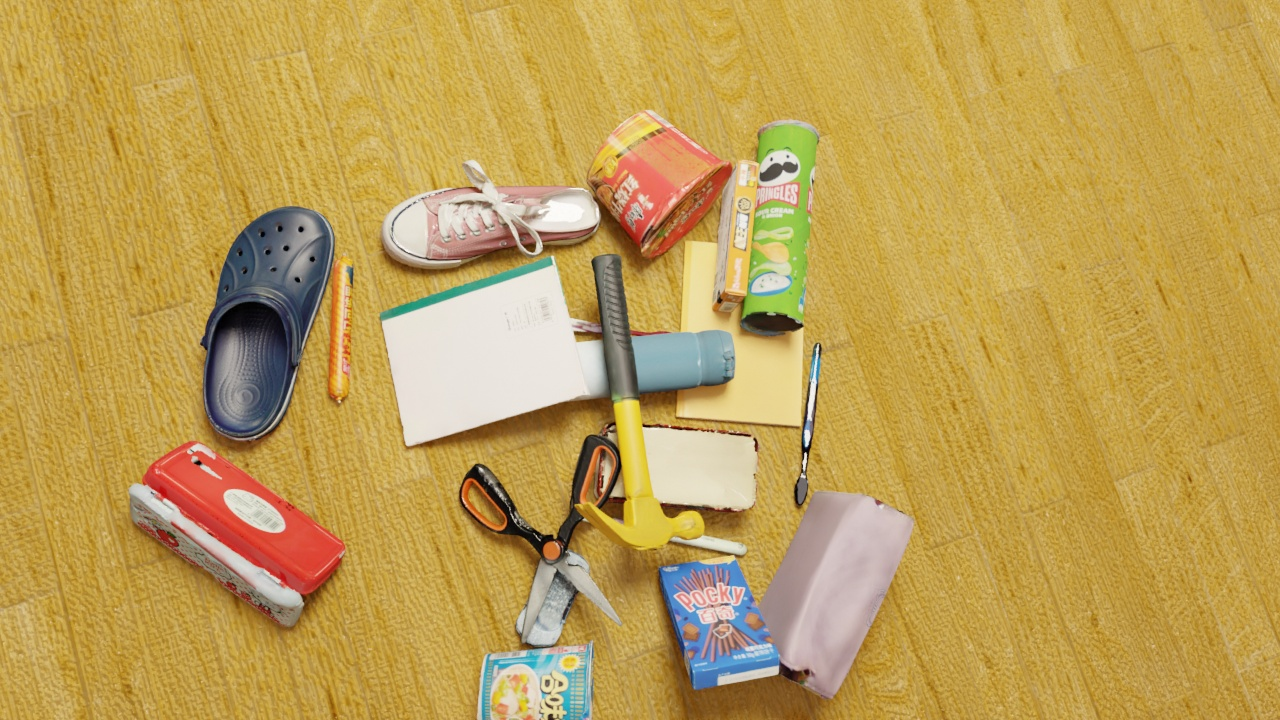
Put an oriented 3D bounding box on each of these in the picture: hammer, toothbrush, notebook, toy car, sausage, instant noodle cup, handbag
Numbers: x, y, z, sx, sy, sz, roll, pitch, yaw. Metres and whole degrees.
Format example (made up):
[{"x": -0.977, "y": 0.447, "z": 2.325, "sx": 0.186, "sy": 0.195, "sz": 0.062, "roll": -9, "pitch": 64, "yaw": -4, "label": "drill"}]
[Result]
[{"x": -0.015, "y": 0.040, "z": 0.917, "sx": 0.128, "sy": 0.033, "sz": 0.300, "roll": -1, "pitch": 77, "yaw": -32, "label": "hammer"}, {"x": 0.190, "y": 0.070, "z": 1.039, "sx": 0.014, "sy": 0.016, "sz": 0.189, "roll": 8, "pitch": 76, "yaw": 2, "label": "toothbrush"}, {"x": -0.167, "y": -0.008, "z": 0.956, "sx": 0.209, "sy": 0.012, "sz": 0.150, "roll": -16, "pitch": 83, "yaw": 15, "label": "notebook"}, {"x": -0.092, "y": 0.249, "z": 0.957, "sx": 0.049, "sy": 0.031, "sz": 0.105, "roll": 26, "pitch": 79, "yaw": -1, "label": "toy car"}, {"x": -0.319, "y": -0.036, "z": 0.978, "sx": 0.021, "sy": 0.021, "sz": 0.165, "roll": 0, "pitch": 81, "yaw": -8, "label": "sausage"}, {"x": 0.016, "y": -0.198, "z": 1.003, "sx": 0.137, "sy": 0.138, "sz": 0.108, "roll": -43, "pitch": 80, "yaw": -13, "label": "instant noodle cup"}, {"x": -0.103, "y": 0.329, "z": 0.914, "sx": 0.110, "sy": 0.099, "sz": 0.099, "roll": 2, "pitch": 80, "yaw": 0, "label": "instant noodle cup"}, {"x": 0.116, "y": -0.032, "z": 1.045, "sx": 0.146, "sy": 0.010, "sz": 0.206, "roll": 4, "pitch": 80, "yaw": -7, "label": "notebook"}, {"x": 0.025, "y": 0.185, "z": 0.991, "sx": 0.189, "sy": 0.029, "sz": 0.020, "roll": 15, "pitch": 120, "yaw": -7, "label": "toothbrush"}, {"x": 0.195, "y": 0.238, "z": 0.942, "sx": 0.098, "sy": 0.145, "sz": 0.196, "roll": 29, "pitch": 78, "yaw": 0, "label": "handbag"}, {"x": -0.049, "y": -0.036, "z": 1.021, "sx": 0.187, "sy": 0.017, "sz": 0.016, "roll": 7, "pitch": 82, "yaw": -5, "label": "toothbrush"}]

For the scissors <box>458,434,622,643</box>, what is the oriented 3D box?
[{"x": -0.089, "y": 0.173, "z": 0.940, "sx": 0.233, "sy": 0.021, "sz": 0.221, "roll": 38, "pitch": 96, "yaw": 17, "label": "scissors"}]

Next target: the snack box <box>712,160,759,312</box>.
[{"x": 0.105, "y": -0.137, "z": 1.018, "sx": 0.026, "sy": 0.075, "sz": 0.153, "roll": 8, "pitch": 78, "yaw": -6, "label": "snack box"}]

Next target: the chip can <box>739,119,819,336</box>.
[{"x": 0.157, "y": -0.148, "z": 1.031, "sx": 0.072, "sy": 0.072, "sz": 0.235, "roll": 9, "pitch": 75, "yaw": -7, "label": "chip can"}]

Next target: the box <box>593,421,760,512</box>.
[{"x": 0.039, "y": 0.116, "z": 0.975, "sx": 0.168, "sy": 0.078, "sz": 0.091, "roll": 6, "pitch": 80, "yaw": -7, "label": "box"}]

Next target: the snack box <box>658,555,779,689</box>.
[{"x": 0.075, "y": 0.258, "z": 0.923, "sx": 0.084, "sy": 0.157, "sz": 0.026, "roll": -7, "pitch": 117, "yaw": -9, "label": "snack box"}]

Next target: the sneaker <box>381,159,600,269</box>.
[{"x": -0.159, "y": -0.156, "z": 0.987, "sx": 0.241, "sy": 0.088, "sz": 0.118, "roll": -7, "pitch": 82, "yaw": -10, "label": "sneaker"}]

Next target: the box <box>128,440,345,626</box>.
[{"x": -0.408, "y": 0.181, "z": 0.912, "sx": 0.201, "sy": 0.095, "sz": 0.100, "roll": 35, "pitch": 115, "yaw": 0, "label": "box"}]

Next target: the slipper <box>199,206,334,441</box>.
[{"x": -0.390, "y": -0.044, "z": 0.935, "sx": 0.105, "sy": 0.095, "sz": 0.252, "roll": 13, "pitch": 82, "yaw": -8, "label": "slipper"}]

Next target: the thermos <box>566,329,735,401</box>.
[{"x": -0.006, "y": 0.006, "z": 0.987, "sx": 0.220, "sy": 0.070, "sz": 0.070, "roll": -6, "pitch": 81, "yaw": -5, "label": "thermos"}]
